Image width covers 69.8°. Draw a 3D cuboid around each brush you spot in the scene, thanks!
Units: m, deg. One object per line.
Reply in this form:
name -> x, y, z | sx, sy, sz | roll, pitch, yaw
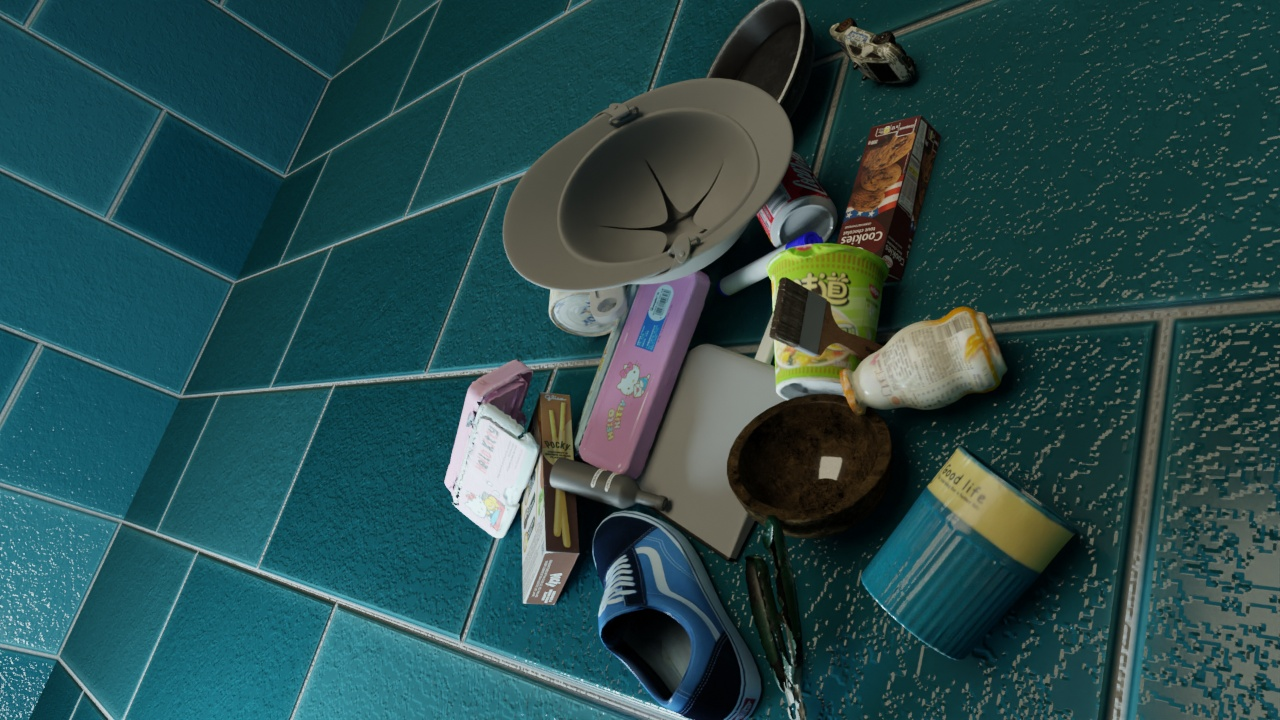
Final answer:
brush -> 0.148, -0.017, 0.674 | 0.008, 0.143, 0.045 | -3, 71, 51

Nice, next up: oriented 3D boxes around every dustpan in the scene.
dustpan -> 0.087, 0.030, 0.818 | 0.163, 0.033, 0.257 | 24, 93, 56

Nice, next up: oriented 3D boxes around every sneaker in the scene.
sneaker -> 0.001, 0.189, 0.744 | 0.083, 0.098, 0.241 | -57, 35, 9

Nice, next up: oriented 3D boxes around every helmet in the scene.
helmet -> 0.017, -0.136, 0.844 | 0.271, 0.118, 0.183 | -26, 64, 8

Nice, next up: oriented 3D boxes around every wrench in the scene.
wrench -> -0.031, -0.132, 0.986 | 0.087, 0.018, 0.272 | -21, 39, 10

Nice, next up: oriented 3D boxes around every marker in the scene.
marker -> 0.116, -0.087, 0.840 | 0.142, 0.020, 0.020 | -25, 46, 61

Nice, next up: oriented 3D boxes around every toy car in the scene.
toy car -> 0.215, -0.289, 0.869 | 0.040, 0.048, 0.112 | -48, 35, 9

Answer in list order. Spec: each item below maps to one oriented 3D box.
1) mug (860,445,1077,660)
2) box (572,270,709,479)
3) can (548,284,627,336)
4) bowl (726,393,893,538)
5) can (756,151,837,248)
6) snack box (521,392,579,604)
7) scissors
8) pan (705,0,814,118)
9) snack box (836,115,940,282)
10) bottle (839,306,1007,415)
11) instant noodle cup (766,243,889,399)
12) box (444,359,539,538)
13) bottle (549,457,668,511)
mug -> 0.200, 0.116, 0.583 | 0.107, 0.083, 0.113 | -57, 7, 10
box -> -0.012, 0.003, 0.912 | 0.150, 0.049, 0.214 | 19, 89, 65
can -> -0.057, -0.066, 1.014 | 0.086, 0.086, 0.043 | -27, 48, 38
bowl -> 0.131, 0.088, 0.686 | 0.121, 0.056, 0.121 | -16, 39, 13
can -> 0.136, -0.150, 0.852 | 0.064, 0.064, 0.104 | -43, 38, 22
snack box -> -0.094, 0.136, 0.922 | 0.101, 0.031, 0.185 | 114, 157, -44
scissors -> 0.100, 0.217, 0.652 | 0.147, 0.015, 0.209 | 115, 148, -76
pan -> 0.068, -0.247, 1.021 | 0.358, 0.055, 0.187 | -46, 36, 39
snack box -> 0.209, -0.135, 0.781 | 0.051, 0.031, 0.140 | 0, 66, 51
bottle -> 0.198, 0.005, 0.650 | 0.109, 0.063, 0.063 | -22, 48, 22
instant noodle cup -> 0.147, -0.024, 0.733 | 0.099, 0.098, 0.107 | -13, 65, 46
box -> -0.143, 0.102, 0.969 | 0.102, 0.086, 0.202 | 46, 141, 18
bottle -> -0.027, 0.117, 0.840 | 0.113, 0.030, 0.030 | 13, 74, 24
